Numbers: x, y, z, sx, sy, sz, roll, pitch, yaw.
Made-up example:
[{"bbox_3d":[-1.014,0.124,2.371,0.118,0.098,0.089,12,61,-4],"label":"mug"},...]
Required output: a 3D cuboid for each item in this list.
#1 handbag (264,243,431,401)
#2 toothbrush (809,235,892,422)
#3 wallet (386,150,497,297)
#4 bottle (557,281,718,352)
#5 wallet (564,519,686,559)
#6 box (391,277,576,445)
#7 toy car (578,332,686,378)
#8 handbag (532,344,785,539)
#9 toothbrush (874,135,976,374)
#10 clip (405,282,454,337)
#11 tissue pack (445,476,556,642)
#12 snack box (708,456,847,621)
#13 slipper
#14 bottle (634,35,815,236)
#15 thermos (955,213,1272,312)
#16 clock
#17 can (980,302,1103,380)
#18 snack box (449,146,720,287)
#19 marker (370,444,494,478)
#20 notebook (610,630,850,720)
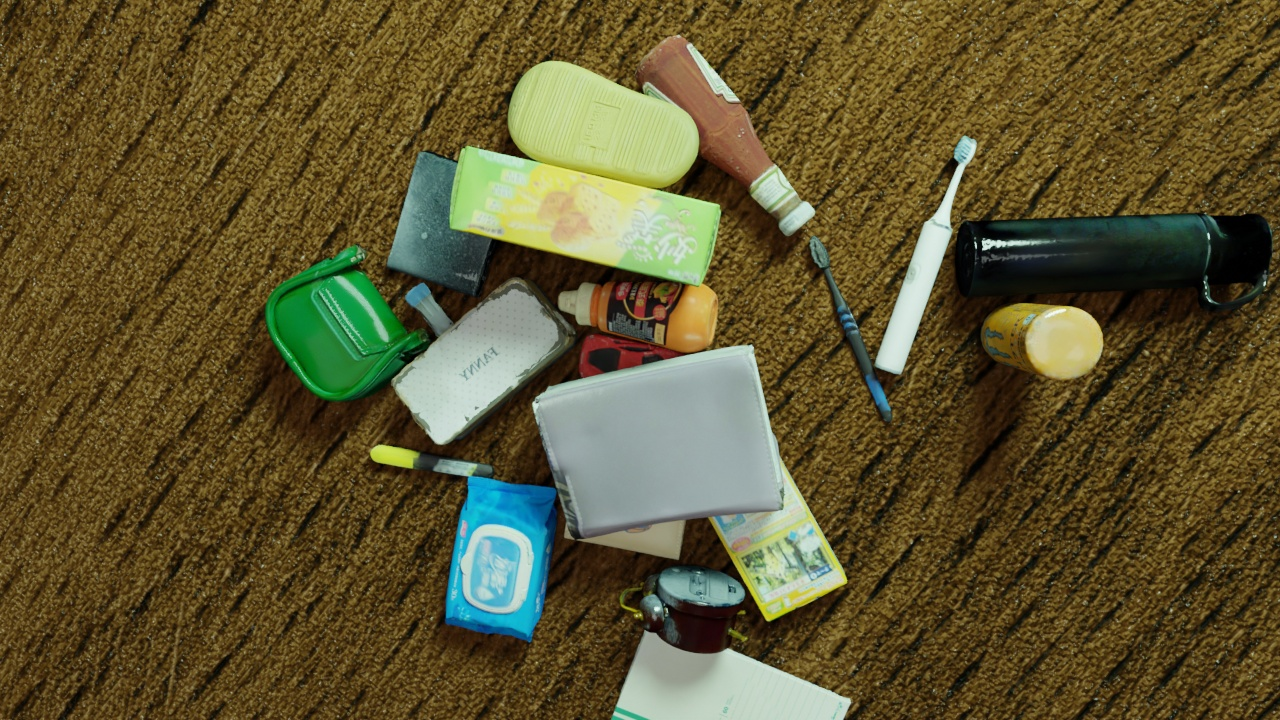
[{"bbox_3d":[-0.282,-0.033,0.880,0.120,0.068,0.131,-37,90,7],"label":"handbag"},{"bbox_3d":[0.196,-0.028,0.854,0.014,0.016,0.189,-22,93,15],"label":"toothbrush"},{"bbox_3d":[-0.185,-0.132,0.884,0.097,0.019,0.121,19,98,5],"label":"wallet"},{"bbox_3d":[-0.005,-0.047,0.855,0.149,0.066,0.067,8,96,12],"label":"bottle"},{"bbox_3d":[-0.012,0.141,0.888,0.115,0.024,0.087,10,93,8],"label":"wallet"},{"bbox_3d":[-0.153,0.005,0.875,0.184,0.059,0.090,-37,89,10],"label":"box"},{"bbox_3d":[-0.005,0.005,0.872,0.106,0.031,0.049,12,97,3],"label":"toy car"},{"bbox_3d":[0.021,0.075,0.824,0.197,0.098,0.145,-11,94,9],"label":"handbag"},{"bbox_3d":[0.262,-0.095,0.835,0.026,0.027,0.221,13,99,-37],"label":"toothbrush"},{"bbox_3d":[-0.203,-0.047,0.892,0.027,0.045,0.058,-41,95,-19],"label":"clip"},{"bbox_3d":[-0.135,0.192,0.891,0.095,0.052,0.157,11,96,5],"label":"tissue pack"},{"bbox_3d":[0.124,0.166,0.871,0.087,0.033,0.140,-29,90,8],"label":"snack box"},{"bbox_3d":[-0.031,-0.201,0.829,0.191,0.081,0.091,23,88,22],"label":"slipper"},{"bbox_3d":[0.080,-0.200,0.831,0.060,0.059,0.206,-41,90,8],"label":"bottle"},{"bbox_3d":[0.405,-0.084,0.792,0.243,0.068,0.089,-1,60,7],"label":"thermos"},{"bbox_3d":[0.041,0.230,0.861,0.122,0.082,0.055,10,102,3],"label":"clock"},{"bbox_3d":[0.333,-0.019,0.773,0.058,0.146,0.058,1,95,6],"label":"can"},{"bbox_3d":[-0.044,-0.123,0.790,0.210,0.157,0.070,13,98,-2],"label":"snack box"},{"bbox_3d":[-0.206,0.101,0.911,0.124,0.015,0.018,9,97,2],"label":"marker"},{"bbox_3d":[0.080,0.359,0.903,0.209,0.012,0.150,21,98,4],"label":"notebook"}]
